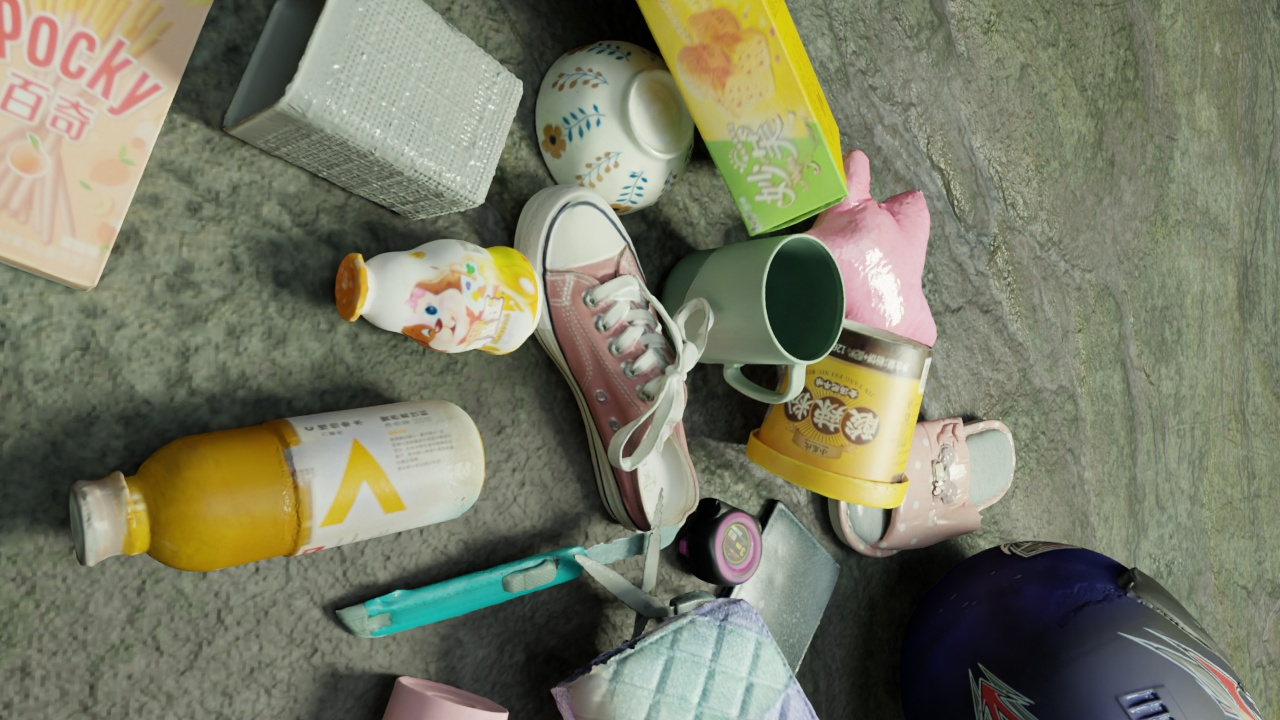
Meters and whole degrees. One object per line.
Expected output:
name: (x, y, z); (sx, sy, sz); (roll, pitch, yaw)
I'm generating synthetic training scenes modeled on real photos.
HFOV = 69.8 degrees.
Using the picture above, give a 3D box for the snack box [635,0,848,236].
snack box: (0.063, -0.207, 0.598); (0.210, 0.070, 0.157); (61, 21, -22)

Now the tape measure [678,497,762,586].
tape measure: (0.058, 0.132, 0.659); (0.057, 0.039, 0.057); (26, 69, -36)

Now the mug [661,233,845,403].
mug: (0.076, -0.026, 0.630); (0.082, 0.107, 0.112); (-18, 101, -39)

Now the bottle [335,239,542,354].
bottle: (-0.111, -0.036, 0.508); (0.108, 0.063, 0.063); (3, 88, -39)

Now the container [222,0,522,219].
container: (-0.133, -0.134, 0.475); (0.114, 0.090, 0.090); (28, 73, -39)

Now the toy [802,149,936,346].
toy: (0.189, -0.071, 0.742); (0.178, 0.075, 0.194); (-48, 121, -19)

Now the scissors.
scissors: (0.002, 0.163, 0.596); (0.181, 0.014, 0.159); (30, 88, -47)

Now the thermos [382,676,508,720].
thermos: (-0.143, 0.272, 0.485); (0.087, 0.067, 0.198); (21, 76, -5)

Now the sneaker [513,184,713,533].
sneaker: (-0.003, 0.003, 0.578); (0.118, 0.088, 0.241); (-27, 107, -36)

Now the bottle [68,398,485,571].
bottle: (-0.171, 0.062, 0.454); (0.189, 0.068, 0.068); (-7, 94, -39)

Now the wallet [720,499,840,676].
wallet: (0.107, 0.183, 0.713); (0.097, 0.019, 0.120); (48, 60, -27)

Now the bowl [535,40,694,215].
bowl: (-0.005, -0.154, 0.595); (0.113, 0.062, 0.113); (-1, 92, -39)

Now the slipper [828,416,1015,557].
slipper: (0.269, 0.107, 0.820); (0.273, 0.055, 0.114); (-6, 94, -39)

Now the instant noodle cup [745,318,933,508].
instant noodle cup: (0.149, 0.032, 0.664); (0.118, 0.118, 0.114); (8, 103, -39)

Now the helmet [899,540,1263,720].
helmet: (0.364, 0.283, 0.775); (0.315, 0.240, 0.248); (29, 117, -31)

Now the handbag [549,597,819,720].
handbag: (0.046, 0.248, 0.535); (0.134, 0.076, 0.194); (-18, 70, -33)

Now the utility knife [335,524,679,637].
utility knife: (-0.069, 0.128, 0.547); (0.216, 0.013, 0.029); (-11, 119, -27)

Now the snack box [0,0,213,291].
snack box: (-0.261, -0.119, 0.409); (0.084, 0.026, 0.157); (24, 75, -37)
